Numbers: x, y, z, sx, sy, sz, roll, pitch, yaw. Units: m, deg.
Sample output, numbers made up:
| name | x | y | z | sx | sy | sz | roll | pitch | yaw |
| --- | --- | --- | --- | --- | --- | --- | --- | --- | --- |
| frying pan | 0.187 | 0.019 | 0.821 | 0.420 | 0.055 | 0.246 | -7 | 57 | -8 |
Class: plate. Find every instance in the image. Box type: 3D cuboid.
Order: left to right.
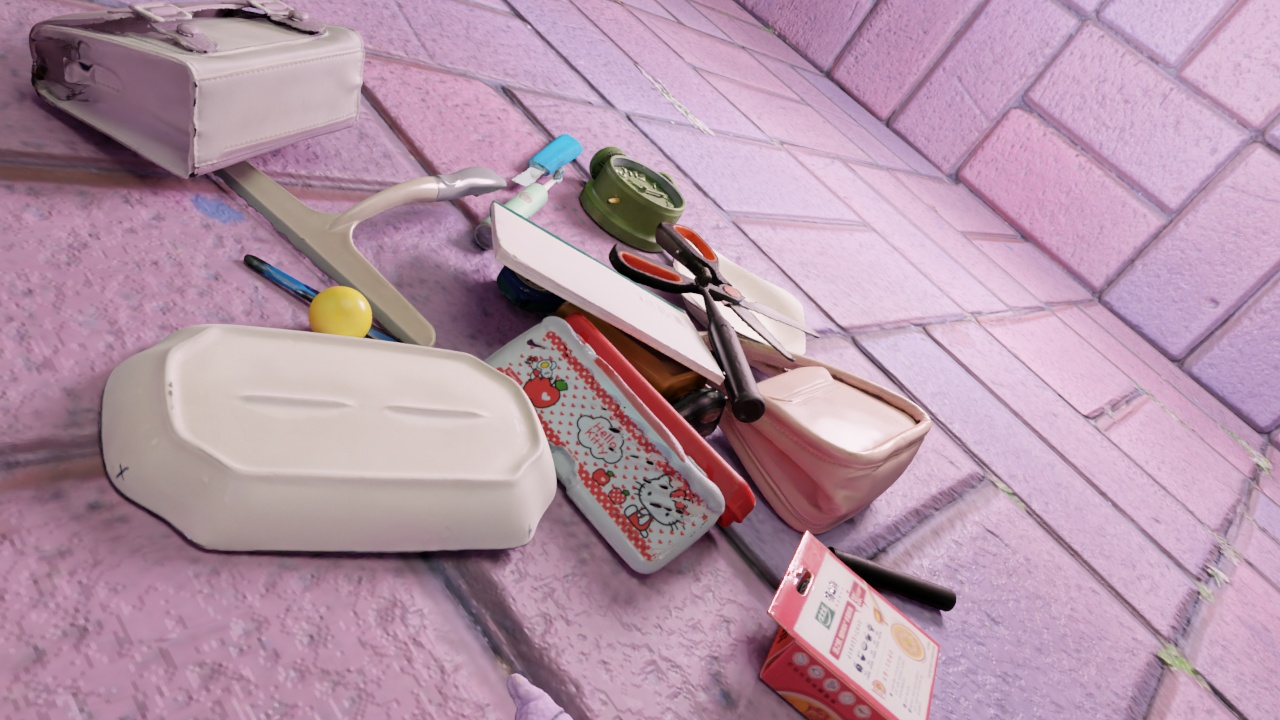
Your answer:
| name | x | y | z | sx | sy | sz | roll | pitch | yaw |
| --- | --- | --- | --- | --- | --- | --- | --- | --- | --- |
| plate | -0.162 | 0.036 | 0.537 | 0.265 | 0.034 | 0.162 | 8 | 41 | -35 |
| plate | 0.100 | -0.060 | 0.985 | 0.164 | 0.034 | 0.163 | 29 | 29 | -7 |

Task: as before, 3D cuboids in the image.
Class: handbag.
| name | x | y | z | sx | sy | sz | roll | pitch | yaw |
| --- | --- | --- | --- | --- | --- | --- | --- | --- | --- |
| handbag | -0.324 | -0.220 | 0.693 | 0.145 | 0.099 | 0.196 | 18 | 28 | 11 |
| handbag | 0.129 | 0.041 | 0.836 | 0.234 | 0.094 | 0.192 | 39 | 27 | 23 |

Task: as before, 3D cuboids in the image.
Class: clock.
| name | x | y | z | sx | sy | sz | roll | pitch | yaw |
| --- | --- | --- | --- | --- | --- | --- | --- | --- | --- |
| clock | -0.006 | -0.189 | 1.050 | 0.116 | 0.056 | 0.161 | 25 | 29 | -21 |

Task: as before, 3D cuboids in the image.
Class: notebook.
| name | x | y | z | sx | sy | sz | roll | pitch | yaw |
| --- | --- | --- | --- | --- | --- | --- | --- | --- | --- |
| notebook | -0.031 | -0.061 | 0.762 | 0.209 | 0.012 | 0.150 | 29 | 16 | -21 |

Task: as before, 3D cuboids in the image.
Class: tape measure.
| name | x | y | z | sx | sy | sz | roll | pitch | yaw |
| --- | --- | --- | --- | --- | --- | --- | --- | --- | --- |
| tape measure | -0.096 | -0.062 | 0.788 | 0.058 | 0.025 | 0.054 | 2 | 40 | -52 |

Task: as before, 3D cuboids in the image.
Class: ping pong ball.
| name | x | y | z | sx | sy | sz | roll | pitch | yaw |
| --- | --- | --- | --- | --- | --- | --- | --- | --- | --- |
| ping pong ball | -0.199 | -0.029 | 0.608 | 0.040 | 0.040 | 0.040 | 27 | 29 | -16 |

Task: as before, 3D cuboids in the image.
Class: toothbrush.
| name | x | y | z | sx | sy | sz | roll | pitch | yaw |
| --- | --- | --- | --- | --- | --- | --- | --- | --- | --- |
| toothbrush | -0.192 | -0.021 | 0.637 | 0.189 | 0.016 | 0.014 | 31 | 37 | -3 |
| toothbrush | -0.113 | -0.157 | 0.913 | 0.026 | 0.027 | 0.224 | 29 | 28 | -1 |
| toothbrush | 0.072 | -0.022 | 0.798 | 0.026 | 0.027 | 0.212 | 11 | 33 | -16 |

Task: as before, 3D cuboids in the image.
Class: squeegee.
| name | x | y | z | sx | sy | sz | roll | pitch | yaw |
| --- | --- | --- | --- | --- | --- | --- | --- | --- | --- |
| squeegee | -0.182 | -0.134 | 0.756 | 0.246 | 0.039 | 0.245 | 40 | 35 | 10 |

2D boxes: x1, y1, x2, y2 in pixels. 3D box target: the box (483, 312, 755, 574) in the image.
| name | x | y | z | sx | sy | sz | roll | pitch | yaw |
| --- | --- | --- | --- | --- | --- | --- | --- | --- | --- |
| box | -0.019 | 0.060 | 0.673 | 0.201 | 0.099 | 0.112 | 46 | -5 | 21 |

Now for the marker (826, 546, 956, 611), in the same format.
| name | x | y | z | sx | sy | sz | roll | pitch | yaw |
| --- | --- | --- | --- | --- | --- | --- | --- | --- | --- |
| marker | 0.205 | 0.181 | 0.752 | 0.132 | 0.020 | 0.022 | 23 | 47 | -22 |

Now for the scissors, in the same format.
| name | x | y | z | sx | sy | sz | roll | pitch | yaw |
| --- | --- | --- | --- | --- | --- | --- | --- | --- | --- |
| scissors | 0.067 | -0.072 | 0.910 | 0.230 | 0.022 | 0.220 | 9 | 35 | -28 |

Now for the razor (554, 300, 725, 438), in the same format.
| name | x | y | z | sx | sy | sz | roll | pitch | yaw |
| --- | --- | --- | --- | --- | --- | --- | --- | --- | --- |
| razor | -0.005 | 0.004 | 0.768 | 0.167 | 0.062 | 0.067 | 38 | 59 | 16 |

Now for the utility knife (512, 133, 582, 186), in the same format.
| name | x | y | z | sx | sy | sz | roll | pitch | yaw |
| --- | --- | --- | --- | --- | --- | --- | --- | --- | --- |
| utility knife | -0.105 | -0.225 | 1.034 | 0.034 | 0.018 | 0.208 | 34 | 27 | -3 |

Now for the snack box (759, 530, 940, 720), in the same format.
| name | x | y | z | sx | sy | sz | roll | pitch | yaw |
| --- | --- | --- | --- | --- | --- | --- | --- | --- | --- |
| snack box | 0.137 | 0.196 | 0.626 | 0.127 | 0.044 | 0.113 | 40 | 29 | 6 |

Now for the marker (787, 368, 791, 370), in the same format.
| name | x | y | z | sx | sy | sz | roll | pitch | yaw |
| --- | --- | --- | --- | --- | --- | --- | --- | --- | --- |
| marker | 0.174 | 0.013 | 0.978 | 0.145 | 0.017 | 0.017 | 15 | 34 | -34 |

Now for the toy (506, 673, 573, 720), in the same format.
| name | x | y | z | sx | sy | sz | roll | pitch | yaw |
| --- | --- | --- | --- | --- | --- | --- | --- | --- | --- |
| toy | -0.037 | 0.208 | 0.423 | 0.084 | 0.039 | 0.107 | 36 | 25 | -18 |
